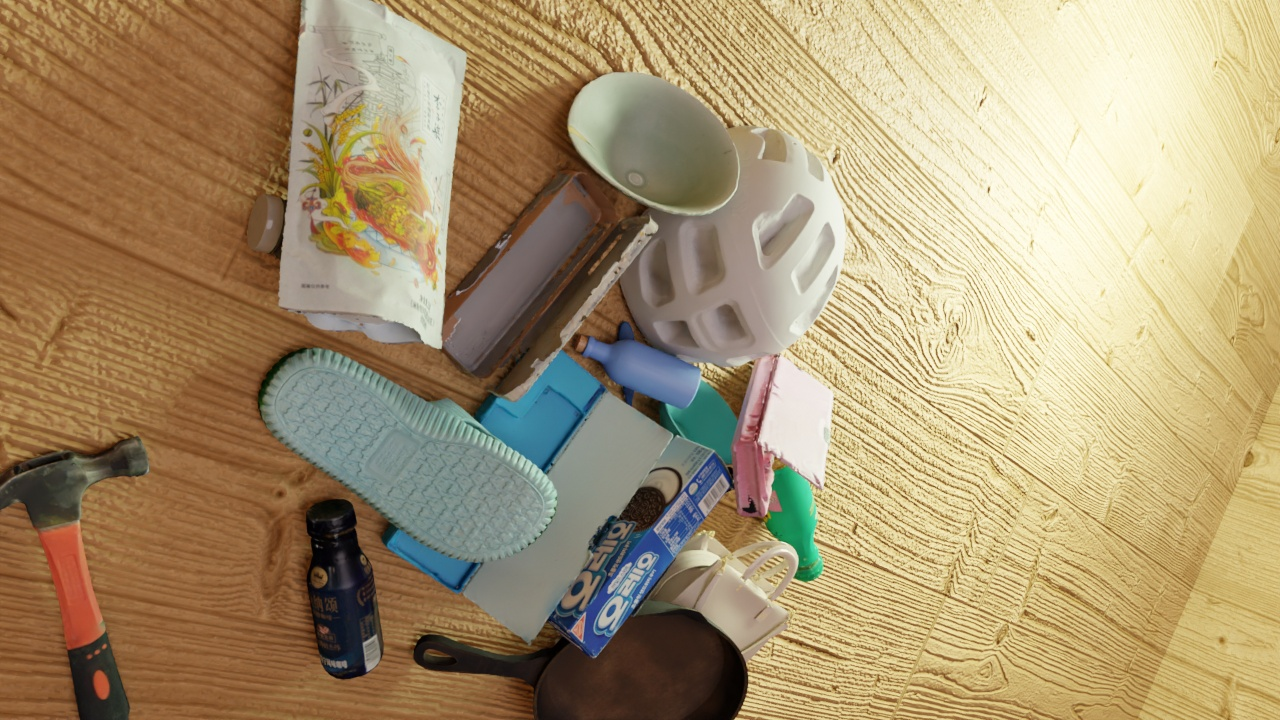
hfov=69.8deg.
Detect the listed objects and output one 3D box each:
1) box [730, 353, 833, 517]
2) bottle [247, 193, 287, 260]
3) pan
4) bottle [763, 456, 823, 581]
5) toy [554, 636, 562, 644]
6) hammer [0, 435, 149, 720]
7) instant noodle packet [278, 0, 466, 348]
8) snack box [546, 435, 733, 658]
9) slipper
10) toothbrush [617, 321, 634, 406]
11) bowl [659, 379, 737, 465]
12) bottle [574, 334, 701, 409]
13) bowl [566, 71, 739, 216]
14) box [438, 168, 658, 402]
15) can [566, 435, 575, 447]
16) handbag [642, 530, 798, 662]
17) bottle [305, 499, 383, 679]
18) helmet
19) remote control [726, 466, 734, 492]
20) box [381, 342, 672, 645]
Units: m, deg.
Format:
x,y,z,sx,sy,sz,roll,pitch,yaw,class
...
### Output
x,y,z,sx,sy,sz,roll,pitch,yaw,class
0.163,0.073,1.001,0.232,0.099,0.099,-58,145,-64,box
-0.247,-0.096,0.724,0.108,0.060,0.060,12,96,-40,bottle
-0.060,0.324,0.958,0.355,0.043,0.249,18,113,-18,pan
0.188,0.192,1.154,0.068,0.068,0.210,-36,123,-25,bottle
-0.065,0.332,1.013,0.102,0.050,0.065,-12,115,-30,toy
-0.423,0.228,0.706,0.132,0.033,0.333,-16,114,-36,hammer
-0.198,-0.151,0.702,0.146,0.057,0.269,15,69,-44,instant noodle packet
-0.002,0.177,0.895,0.226,0.059,0.059,-49,131,-19,snack box
-0.200,0.083,0.802,0.276,0.069,0.116,36,84,-19,slipper
-0.013,0.023,0.976,0.021,0.016,0.132,-6,109,-9,toothbrush
0.055,0.074,1.010,0.121,0.121,0.046,18,132,-41,bowl
-0.006,0.005,0.939,0.131,0.048,0.048,22,89,-14,bottle
0.005,-0.192,0.886,0.174,0.068,0.174,12,58,-19,bowl
-0.095,-0.076,0.845,0.107,0.095,0.216,41,76,-13,box
-0.008,0.123,0.969,0.146,0.080,0.080,42,76,-39,can
0.092,0.270,1.047,0.198,0.101,0.194,-39,129,10,handbag
-0.262,0.201,0.807,0.056,0.056,0.161,-15,113,-35,bottle
0.119,-0.122,0.986,0.281,0.184,0.224,-55,137,-38,helmet
0.090,0.135,1.039,0.045,0.021,0.140,-24,164,7,remote control
-0.105,0.120,0.881,0.174,0.064,0.243,36,78,-2,box
